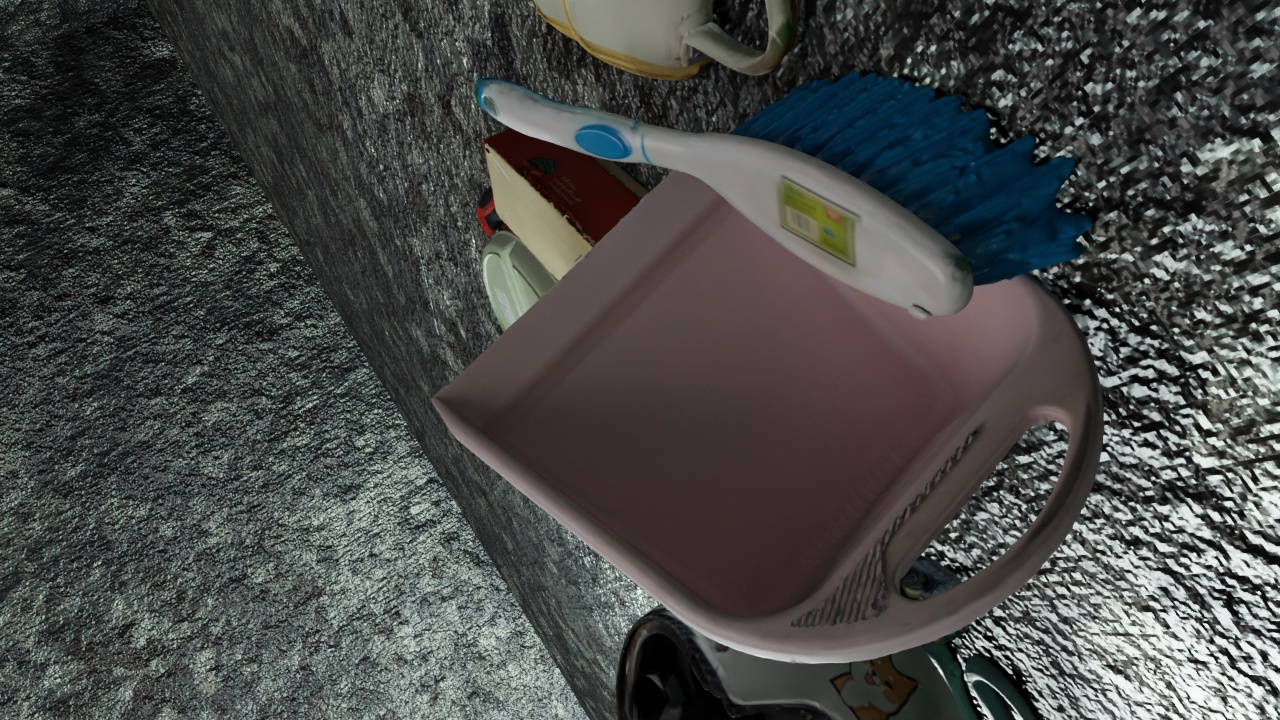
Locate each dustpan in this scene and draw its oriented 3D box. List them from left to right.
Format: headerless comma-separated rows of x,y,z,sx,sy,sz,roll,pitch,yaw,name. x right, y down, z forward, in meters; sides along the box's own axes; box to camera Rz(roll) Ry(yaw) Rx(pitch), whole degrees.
0.050,0.000,0.413,0.273,0.222,0.139,38,167,17,dustpan

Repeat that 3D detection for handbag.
0.003,-0.211,0.438,0.179,0.063,0.164,42,156,30,handbag

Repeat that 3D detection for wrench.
-0.127,-0.169,0.854,0.056,0.016,0.274,60,160,3,wrench

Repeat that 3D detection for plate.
-0.107,-0.031,0.988,0.230,0.027,0.231,48,156,28,plate

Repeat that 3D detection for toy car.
0.172,0.140,0.570,0.043,0.034,0.090,59,173,-10,toy car

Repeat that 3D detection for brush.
0.039,-0.102,0.430,0.314,0.109,0.061,40,155,41,brush

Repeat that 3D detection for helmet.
0.122,0.244,0.607,0.274,0.156,0.231,46,148,9,helmet

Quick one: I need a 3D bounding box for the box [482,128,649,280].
-0.054,-0.103,0.686,0.168,0.079,0.091,46,156,32,box

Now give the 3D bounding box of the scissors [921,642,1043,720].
0.245,0.255,0.587,0.185,0.019,0.132,55,160,5,scissors
